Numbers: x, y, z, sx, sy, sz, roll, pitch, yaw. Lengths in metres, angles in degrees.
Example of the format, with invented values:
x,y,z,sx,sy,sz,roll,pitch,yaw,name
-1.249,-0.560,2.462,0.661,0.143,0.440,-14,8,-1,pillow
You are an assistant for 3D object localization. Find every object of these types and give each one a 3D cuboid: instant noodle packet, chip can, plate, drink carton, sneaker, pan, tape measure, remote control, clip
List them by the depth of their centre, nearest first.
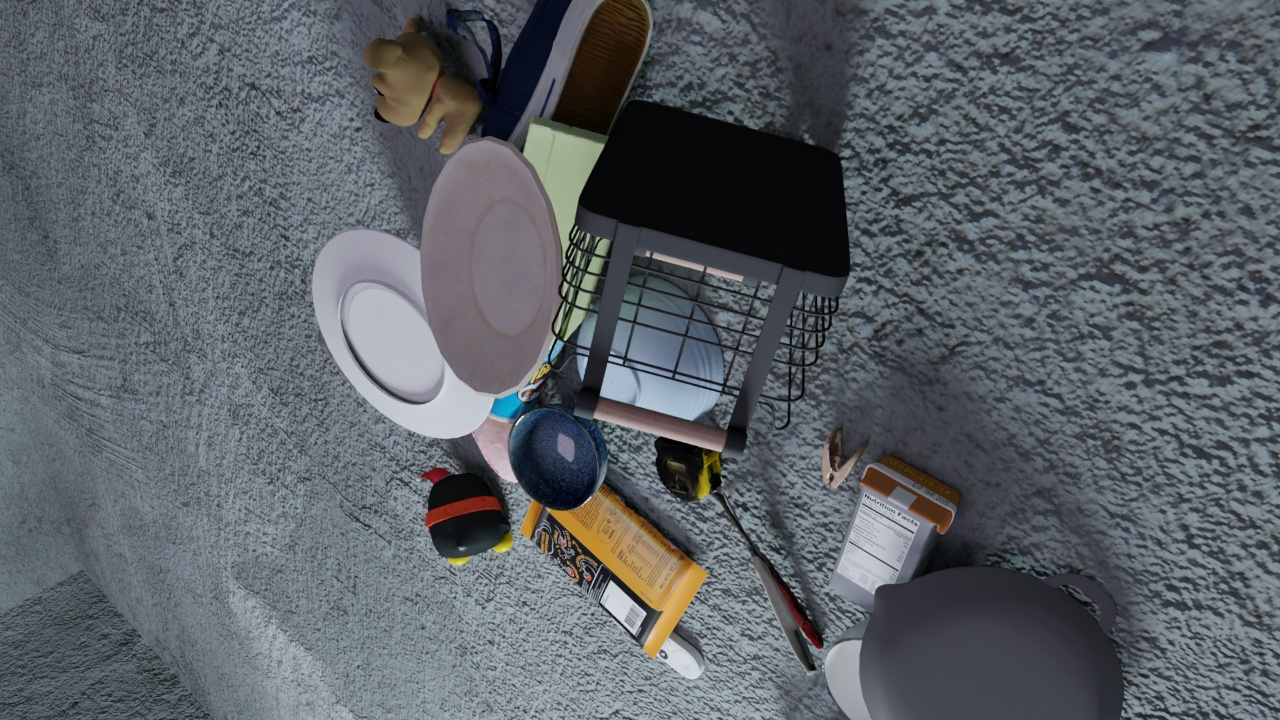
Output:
x,y,z,sx,sy,sz,roll,pitch,yaw,name
-0.106,-0.068,0.678,0.189,0.027,0.189,8,101,48,plate
0.230,0.298,0.730,0.216,0.024,0.355,40,111,4,pan
0.205,0.148,0.754,0.076,0.048,0.125,29,131,27,drink carton
-0.109,-0.189,0.764,0.127,0.120,0.295,40,111,34,sneaker
0.173,0.086,0.768,0.041,0.024,0.061,23,138,34,clip
-0.216,-0.016,0.812,0.209,0.015,0.209,17,127,24,plate
0.044,0.104,0.885,0.067,0.038,0.063,9,120,39,tape measure
-0.109,-0.034,0.918,0.080,0.079,0.230,43,135,15,chip can
-0.038,0.213,1.027,0.221,0.032,0.160,39,128,19,instant noodle packet
0.016,0.317,1.056,0.136,0.013,0.043,31,131,26,remote control

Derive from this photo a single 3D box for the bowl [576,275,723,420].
x,y,z,sx,sy,sz,roll,pitch,yaw,name
-0.005,0.005,0.845,0.151,0.074,0.151,23,128,32,bowl

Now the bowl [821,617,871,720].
x,y,z,sx,sy,sz,roll,pitch,yaw,name
0.223,0.271,0.798,0.116,0.065,0.116,22,127,32,bowl

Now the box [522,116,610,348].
x,y,z,sx,sy,sz,roll,pitch,yaw,name
-0.056,-0.101,0.749,0.064,0.130,0.188,40,124,33,box

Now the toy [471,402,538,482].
x,y,z,sx,sy,sz,roll,pitch,yaw,name
-0.143,0.082,1.040,0.105,0.053,0.108,-33,88,34,toy

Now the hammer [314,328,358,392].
x,y,z,sx,sy,sz,roll,pitch,yaw,name
-0.169,-0.107,0.903,0.079,0.176,0.327,50,119,8,hammer

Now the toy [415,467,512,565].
x,y,z,sx,sy,sz,roll,pitch,yaw,name
-0.221,0.187,1.144,0.100,0.097,0.119,55,-162,-74,toy

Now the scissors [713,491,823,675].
x,y,z,sx,sy,sz,roll,pitch,yaw,name
0.122,0.207,0.829,0.015,0.179,0.199,-32,108,8,scissors

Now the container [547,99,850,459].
x,y,z,sx,sy,sz,roll,pitch,yaw,name
0.041,-0.067,0.627,0.163,0.240,0.130,15,124,0,container

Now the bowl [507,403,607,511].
x,y,z,sx,sy,sz,roll,pitch,yaw,name
-0.078,0.096,0.970,0.114,0.060,0.114,8,106,28,bowl

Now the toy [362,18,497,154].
x,y,z,sx,sy,sz,roll,pitch,yaw,name
-0.202,-0.256,0.866,0.108,0.134,0.106,35,116,-15,toy
